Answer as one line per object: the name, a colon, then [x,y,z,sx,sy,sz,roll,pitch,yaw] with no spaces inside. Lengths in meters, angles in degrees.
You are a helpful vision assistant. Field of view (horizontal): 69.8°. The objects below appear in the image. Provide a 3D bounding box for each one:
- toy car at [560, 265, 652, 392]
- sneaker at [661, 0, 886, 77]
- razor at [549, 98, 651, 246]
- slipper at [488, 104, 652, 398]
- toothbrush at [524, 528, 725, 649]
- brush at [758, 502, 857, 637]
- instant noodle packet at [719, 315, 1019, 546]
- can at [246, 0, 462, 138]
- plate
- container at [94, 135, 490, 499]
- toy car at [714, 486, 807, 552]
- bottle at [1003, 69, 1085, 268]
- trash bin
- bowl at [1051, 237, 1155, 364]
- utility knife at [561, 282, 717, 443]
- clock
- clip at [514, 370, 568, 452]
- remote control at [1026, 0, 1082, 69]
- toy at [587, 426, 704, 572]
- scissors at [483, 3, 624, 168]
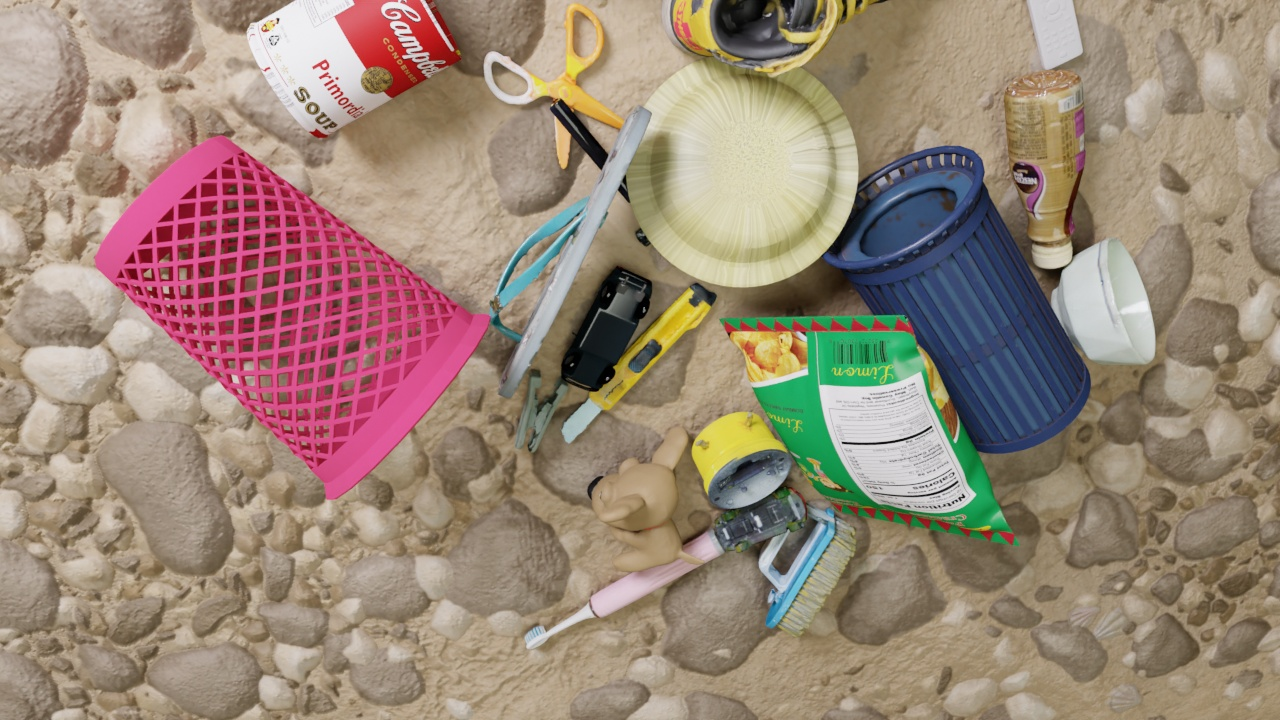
toy car: [-0.029,-0.026,0.787,0.046,0.034,0.112,23,108,-19]
sneaker: [0.137,-0.276,0.654,0.238,0.122,0.086,-22,117,2]
razor: [-0.022,-0.150,0.732,0.043,0.022,0.144,-40,120,8]
slipper: [-0.071,-0.078,0.709,0.054,0.098,0.269,25,117,-11]
toothbrush: [-0.018,0.230,0.912,0.223,0.026,0.027,-29,136,4]
brush: [0.154,0.211,0.920,0.075,0.055,0.136,27,109,3]
instant noodle packet: [0.195,0.059,0.796,0.090,0.196,0.253,-48,119,-27]
can: [-0.197,-0.221,0.640,0.116,0.086,0.087,-28,116,3]
plate: [0.082,-0.150,0.711,0.184,0.036,0.184,0,93,-1]
container: [-0.256,-0.039,0.675,0.225,0.183,0.183,43,101,-16]
toy car: [0.117,0.153,0.885,0.091,0.036,0.042,-27,85,20]
bottle: [0.346,-0.157,0.780,0.059,0.059,0.166,-19,118,-1]
trash bin: [0.275,-0.040,0.779,0.139,0.139,0.249,-37,117,8]
bowl: [0.411,-0.047,0.825,0.061,0.117,0.117,-18,124,41]
utility knife: [-0.005,0.005,0.819,0.030,0.017,0.191,41,105,-14]
clock: [0.095,0.098,0.847,0.083,0.057,0.119,-29,140,1]
clip: [-0.085,0.048,0.819,0.050,0.023,0.078,3,112,-10]
remote control: [0.324,-0.301,0.735,0.033,0.012,0.131,-25,116,5]
toy: [0.003,0.139,0.841,0.106,0.133,0.108,4,124,34]
scissors: [-0.065,-0.210,0.709,0.128,0.011,0.125,-1,117,-9]
